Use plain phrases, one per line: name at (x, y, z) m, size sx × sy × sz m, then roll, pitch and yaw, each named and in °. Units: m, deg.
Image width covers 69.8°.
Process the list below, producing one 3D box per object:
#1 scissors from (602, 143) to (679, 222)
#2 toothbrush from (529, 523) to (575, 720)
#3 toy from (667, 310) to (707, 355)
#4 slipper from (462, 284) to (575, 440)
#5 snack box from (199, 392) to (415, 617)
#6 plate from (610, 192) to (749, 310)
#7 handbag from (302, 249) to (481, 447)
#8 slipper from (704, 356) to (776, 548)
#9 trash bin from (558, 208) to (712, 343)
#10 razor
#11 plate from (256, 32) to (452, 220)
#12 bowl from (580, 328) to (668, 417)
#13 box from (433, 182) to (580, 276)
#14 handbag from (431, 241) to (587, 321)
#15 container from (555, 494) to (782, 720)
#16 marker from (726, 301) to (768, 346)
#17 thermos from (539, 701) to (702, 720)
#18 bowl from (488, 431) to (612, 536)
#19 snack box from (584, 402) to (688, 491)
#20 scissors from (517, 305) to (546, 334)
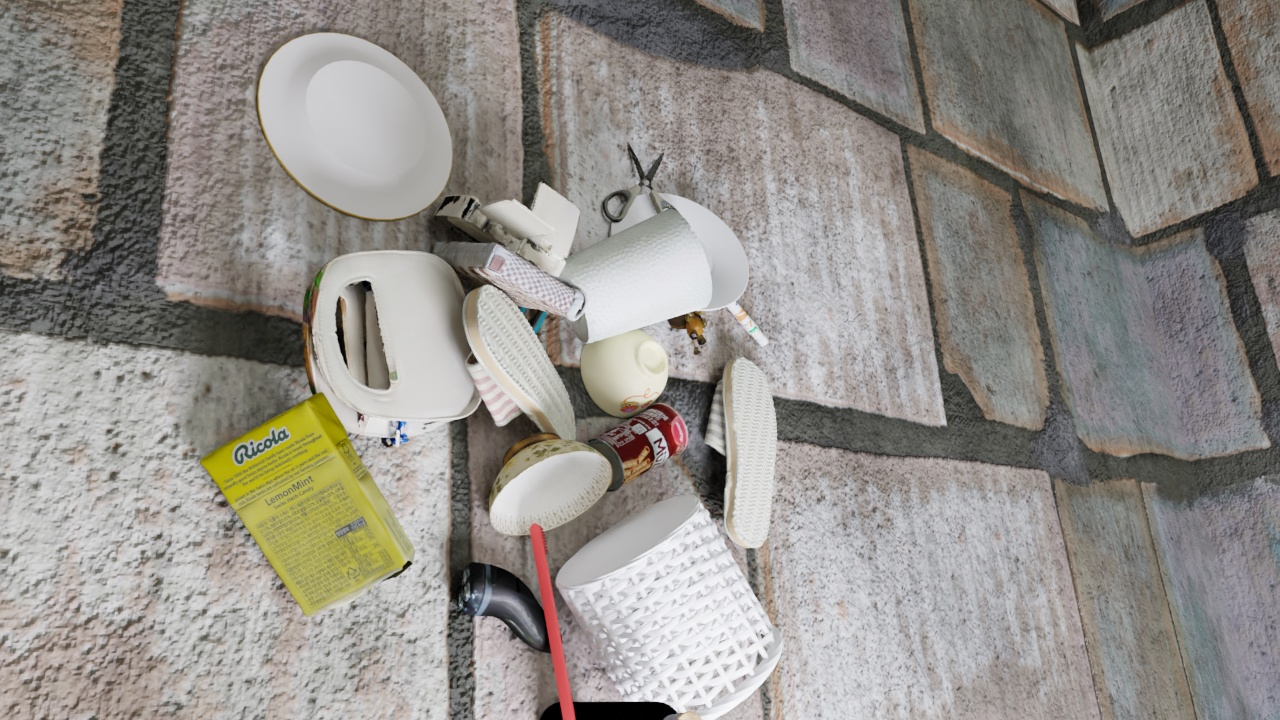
scissors at (0.006, -0.234, 1.287) m, size 0.157 × 0.013 × 0.171 m, roll -31°, pitch 78°, yaw -36°
toothbrush at (-0.092, 0.276, 0.973) m, size 0.018 × 0.012 × 0.212 m, roll 41°, pitch 32°, yaw -62°
toy at (0.068, -0.054, 1.254) m, size 0.076 × 0.063 × 0.100 m, roll 31°, pitch 36°, yaw -51°
slipper at (-0.135, 0.022, 1.000) m, size 0.263 × 0.052 × 0.114 m, roll 60°, pitch 22°, yaw -52°
snack box at (-0.297, 0.134, 0.836) m, size 0.181 × 0.121 × 0.045 m, roll 60°, pitch 9°, yaw -8°
plate at (0.055, -0.150, 1.276) m, size 0.208 × 0.015 × 0.208 m, roll 13°, pitch 52°, yaw -17°
handbag at (-0.262, -0.013, 0.921) m, size 0.199 × 0.093 × 0.200 m, roll 4°, pitch 71°, yaw -59°
slipper at (0.139, 0.125, 1.258) m, size 0.114 × 0.054 × 0.272 m, roll 25°, pitch 55°, yaw -36°
trash bin at (-0.014, -0.098, 1.131) m, size 0.161 × 0.133 × 0.133 m, roll -23°, pitch 90°, yaw -17°
razor at (-0.138, 0.268, 0.971) m, size 0.140 × 0.064 × 0.053 m, roll 50°, pitch 6°, yaw -26°
plate at (-0.311, -0.268, 1.034) m, size 0.229 × 0.021 × 0.229 m, roll 16°, pitch 64°, yaw -36°
bowl at (-0.007, 0.007, 1.161) m, size 0.117 × 0.074 × 0.117 m, roll 16°, pitch 64°, yaw -36°
box at (-0.124, -0.162, 1.030) m, size 0.143 × 0.184 × 0.099 m, roll 33°, pitch 81°, yaw -33°
handbag at (-0.146, -0.093, 1.007) m, size 0.124 × 0.186 × 0.047 m, roll 27°, pitch 83°, yaw -31°
container at (0.030, 0.276, 1.015) m, size 0.188 × 0.190 × 0.187 m, roll -34°, pitch 96°, yaw -43°
marker at (0.141, -0.077, 1.360) m, size 0.145 × 0.017 × 0.017 m, roll 47°, pitch 49°, yaw -17°
thermos at (-0.014, 0.371, 0.910) m, size 0.061 × 0.232 × 0.061 m, roll 16°, pitch 64°, yaw -36°
bowl at (-0.108, 0.125, 1.007) m, size 0.145 × 0.145 × 0.063 m, roll 4°, pitch 42°, yaw -40°
snack box at (-0.006, 0.106, 1.127) m, size 0.121 × 0.072 × 0.072 m, roll -26°, pitch 92°, yaw -43°
scissors at (-0.152, -0.029, 1.087) m, size 0.135 × 0.019 × 0.139 m, roll -16°, pitch 86°, yaw -41°
